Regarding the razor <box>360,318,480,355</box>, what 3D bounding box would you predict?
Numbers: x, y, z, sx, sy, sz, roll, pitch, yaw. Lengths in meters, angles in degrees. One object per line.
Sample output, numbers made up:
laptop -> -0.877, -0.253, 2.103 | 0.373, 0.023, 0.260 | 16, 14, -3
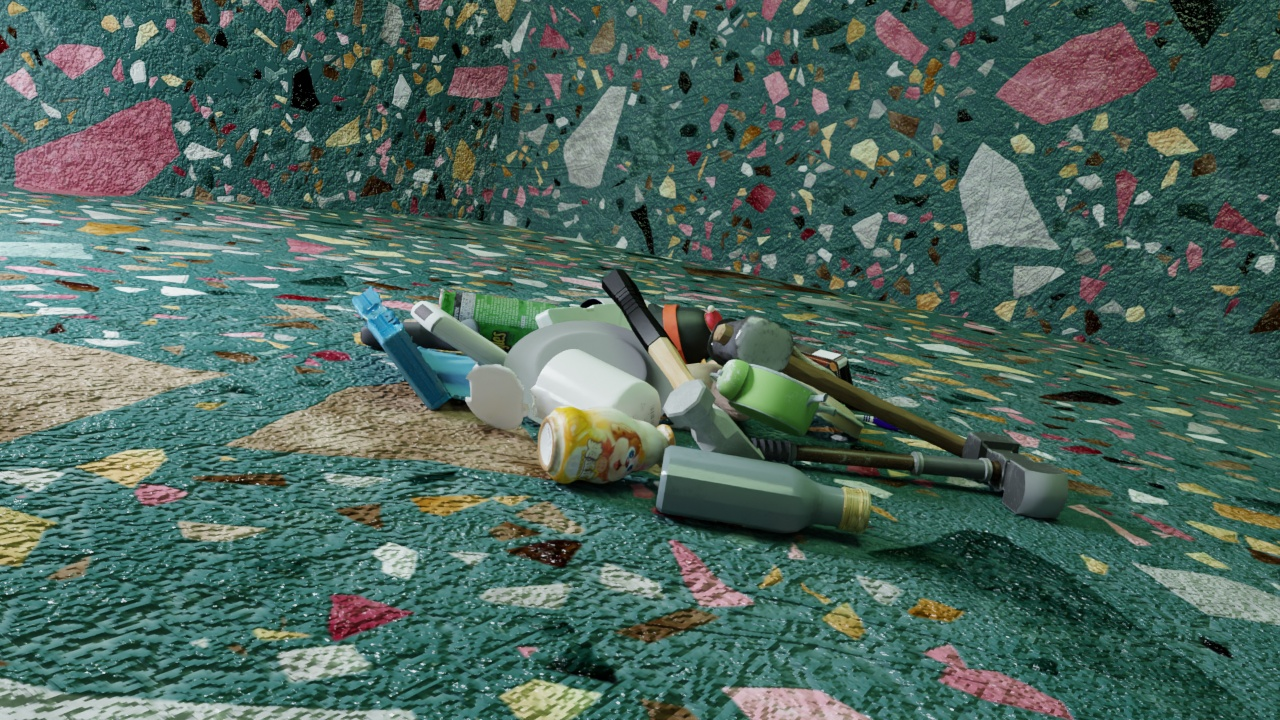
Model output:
razor -> -0.270, -0.030, 1.128 | 0.142, 0.047, 0.052 | 0, 12, -21

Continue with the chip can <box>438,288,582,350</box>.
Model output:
chip can -> -0.156, -0.046, 1.215 | 0.223, 0.075, 0.075 | 8, 11, -11

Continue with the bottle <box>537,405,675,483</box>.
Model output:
bottle -> -0.026, 0.069, 0.749 | 0.108, 0.063, 0.063 | 3, 13, -24

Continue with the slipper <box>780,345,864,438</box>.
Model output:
slipper -> 0.195, 0.017, 1.119 | 0.115, 0.052, 0.263 | 29, 10, -25

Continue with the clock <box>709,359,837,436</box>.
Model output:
clock -> 0.121, 0.035, 0.876 | 0.119, 0.042, 0.094 | 22, -8, 26

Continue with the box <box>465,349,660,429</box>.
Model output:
box -> -0.072, 0.036, 0.833 | 0.118, 0.085, 0.160 | -32, 42, -32

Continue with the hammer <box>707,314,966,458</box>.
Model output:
hammer -> 0.224, 0.037, 0.969 | 0.328, 0.052, 0.098 | 25, -5, -13

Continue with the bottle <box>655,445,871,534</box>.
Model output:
bottle -> 0.095, 0.104, 0.712 | 0.161, 0.046, 0.072 | 9, 11, 2

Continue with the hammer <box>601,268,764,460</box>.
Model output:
hammer -> 0.026, -0.002, 0.887 | 0.131, 0.039, 0.328 | 48, 6, -35

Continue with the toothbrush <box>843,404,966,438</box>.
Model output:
toothbrush -> 0.307, 0.077, 1.107 | 0.187, 0.016, 0.015 | 13, 12, 24

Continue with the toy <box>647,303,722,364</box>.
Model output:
toy -> 0.053, -0.029, 1.201 | 0.119, 0.097, 0.099 | -12, 18, 11

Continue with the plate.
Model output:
plate -> -0.051, 0.011, 0.936 | 0.178, 0.012, 0.178 | 5, 40, -4

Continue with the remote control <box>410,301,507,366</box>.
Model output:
remote control -> -0.179, -0.017, 0.972 | 0.138, 0.025, 0.060 | 37, -3, -40

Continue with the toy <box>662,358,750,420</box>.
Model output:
toy -> 0.068, 0.023, 1.068 | 0.196, 0.065, 0.264 | 14, 9, -1

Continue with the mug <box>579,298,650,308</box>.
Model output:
mug -> -0.024, -0.038, 1.304 | 0.096, 0.079, 0.112 | -2, 44, -44

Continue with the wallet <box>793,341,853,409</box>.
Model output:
wallet -> 0.229, 0.017, 1.214 | 0.019, 0.072, 0.123 | -25, 26, -27

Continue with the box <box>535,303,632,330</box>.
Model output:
box -> -0.081, -0.009, 1.102 | 0.096, 0.085, 0.198 | -31, -8, 25

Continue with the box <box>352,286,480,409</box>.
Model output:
box -> -0.229, 0.001, 0.987 | 0.173, 0.066, 0.232 | 35, -2, -27

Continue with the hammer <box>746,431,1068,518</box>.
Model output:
hammer -> 0.231, 0.097, 0.892 | 0.322, 0.043, 0.156 | 6, 11, -4
